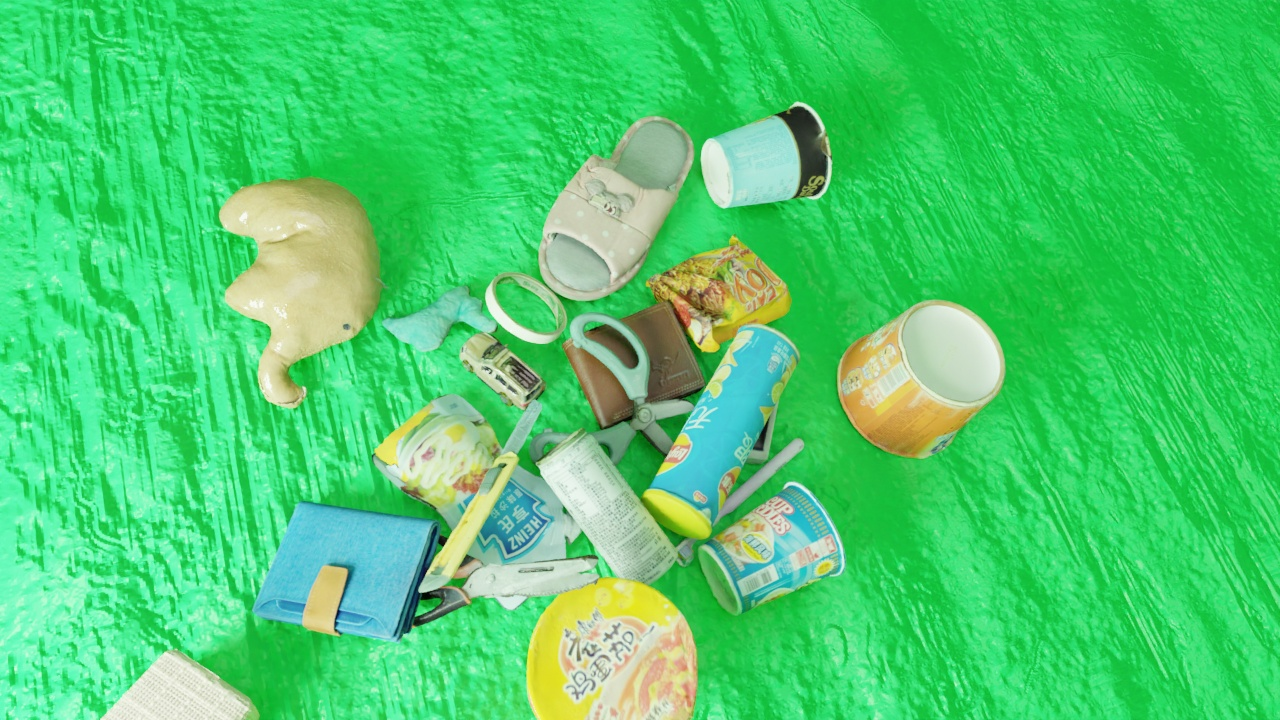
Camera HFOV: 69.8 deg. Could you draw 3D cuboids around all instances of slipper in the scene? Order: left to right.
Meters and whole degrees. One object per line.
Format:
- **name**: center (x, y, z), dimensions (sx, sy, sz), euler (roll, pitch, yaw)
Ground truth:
- **slipper**: center (-0.019, -0.176, 0.997), dimensions (0.114, 0.055, 0.273), euler (32, 60, 1)

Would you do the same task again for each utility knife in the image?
- **utility knife**: center (-0.130, 0.112, 0.799), dimensions (0.031, 0.022, 0.218), euler (-2, 36, 27)

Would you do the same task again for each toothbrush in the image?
- **toothbrush**: center (0.101, 0.134, 0.903), dimensions (0.188, 0.029, 0.021), euler (-38, 42, -28)

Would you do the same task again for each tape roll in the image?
- **tape roll**: center (-0.113, -0.053, 0.914), dimensions (0.085, 0.014, 0.085), euler (26, 35, -21)

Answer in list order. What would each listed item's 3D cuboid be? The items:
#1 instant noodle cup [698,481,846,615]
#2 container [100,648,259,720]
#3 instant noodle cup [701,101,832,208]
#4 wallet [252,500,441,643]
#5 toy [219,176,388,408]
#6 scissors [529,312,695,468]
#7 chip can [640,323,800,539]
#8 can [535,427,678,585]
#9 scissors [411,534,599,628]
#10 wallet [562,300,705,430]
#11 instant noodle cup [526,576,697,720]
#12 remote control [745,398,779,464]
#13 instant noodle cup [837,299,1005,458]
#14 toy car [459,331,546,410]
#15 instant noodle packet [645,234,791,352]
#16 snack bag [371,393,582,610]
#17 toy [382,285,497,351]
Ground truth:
- **instant noodle cup**: center (0.117, 0.180, 0.848), dimensions (0.109, 0.099, 0.099), euler (-25, 74, -17)
- **container**: center (-0.347, 0.282, 0.670), dimensions (0.090, 0.090, 0.110), euler (33, 59, 2)
- **instant noodle cup**: center (0.137, -0.226, 1.041), dimensions (0.120, 0.111, 0.111), euler (-16, 70, -15)
- **wallet**: center (-0.241, 0.172, 0.756), dimensions (0.133, 0.040, 0.106), euler (5, 60, 16)
- **toy**: center (-0.310, -0.071, 0.857), dimensions (0.143, 0.083, 0.225), euler (-8, 71, -14)
- **scissors**: center (-0.040, 0.048, 0.879), dimensions (0.179, 0.019, 0.170), euler (-37, 91, -20)
- **chip can**: center (0.080, 0.064, 0.878), dimensions (0.071, 0.071, 0.209), euler (32, 64, 1)
- **can**: center (-0.030, 0.134, 0.826), dimensions (0.058, 0.058, 0.146), euler (-38, 93, -27)
- **scissors**: center (-0.136, 0.170, 0.758), dimensions (0.206, 0.015, 0.193), euler (-38, 49, -7)
- **wallet**: center (-0.006, 0.005, 0.927), dimensions (0.124, 0.032, 0.101), euler (-22, 77, -20)
- **instant noodle cup**: center (-0.033, 0.258, 0.755), dimensions (0.138, 0.110, 0.137), euler (6, 63, -13)
- **remote control**: center (0.116, 0.034, 0.953), dimensions (0.058, 0.021, 0.149), euler (18, 61, -6)
- **instant noodle cup**: center (0.298, 0.014, 0.961), dimensions (0.151, 0.112, 0.151), euler (6, 64, -12)
- **toy car**: center (-0.134, 0.007, 0.890), dimensions (0.090, 0.035, 0.042), euler (39, 59, 8)
- **instant noodle packet**: center (0.088, -0.074, 0.977), dimensions (0.128, 0.044, 0.110), euler (-28, 65, -27)
- **snack bag**: center (-0.143, 0.123, 0.832), dimensions (0.191, 0.039, 0.110), euler (44, 51, 7)
- **toy**: center (-0.189, -0.040, 0.893), dimensions (0.096, 0.030, 0.091), euler (29, 54, 25)
